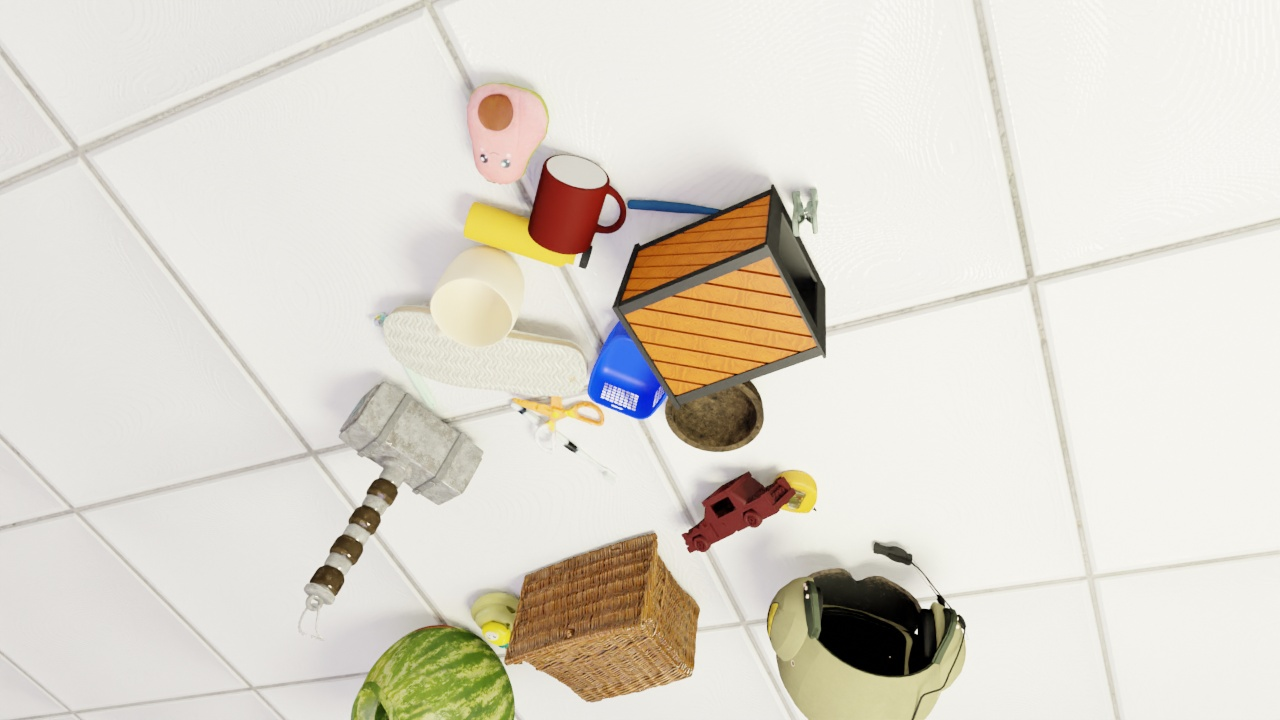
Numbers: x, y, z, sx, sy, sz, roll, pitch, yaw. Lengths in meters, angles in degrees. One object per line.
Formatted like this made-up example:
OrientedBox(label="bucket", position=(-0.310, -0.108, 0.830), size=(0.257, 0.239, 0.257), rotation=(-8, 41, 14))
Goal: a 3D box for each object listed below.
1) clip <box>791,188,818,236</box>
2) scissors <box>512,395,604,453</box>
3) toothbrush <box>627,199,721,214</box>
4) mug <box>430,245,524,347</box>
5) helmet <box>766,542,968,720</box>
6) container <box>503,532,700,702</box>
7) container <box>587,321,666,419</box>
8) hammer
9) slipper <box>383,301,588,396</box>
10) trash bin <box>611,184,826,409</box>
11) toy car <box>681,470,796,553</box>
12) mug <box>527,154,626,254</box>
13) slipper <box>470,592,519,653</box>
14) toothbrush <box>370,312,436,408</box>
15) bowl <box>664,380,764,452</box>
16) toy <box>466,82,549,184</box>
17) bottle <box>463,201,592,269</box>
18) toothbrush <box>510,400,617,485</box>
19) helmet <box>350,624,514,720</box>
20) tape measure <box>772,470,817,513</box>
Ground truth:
OrientedBox(label="clip", position=(0.172, -0.155, 0.961), size=(0.044, 0.076, 0.023), rotation=(-7, 125, 14))
OrientedBox(label="scissors", position=(-0.112, 0.074, 1.218), size=(0.125, 0.011, 0.131), rotation=(18, 116, -7))
OrientedBox(label="toothbrush", position=(0.068, -0.167, 1.011), size=(0.168, 0.014, 0.014), rotation=(6, 130, 7))
OrientedBox(label="mug", position=(-0.193, -0.076, 1.074), size=(0.120, 0.099, 0.096), rotation=(-32, 117, 27))
OrientedBox(label="helmet", position=(0.286, 0.368, 1.206), size=(0.250, 0.255, 0.233), rotation=(10, 124, 5))
OrientedBox(label="container", position=(-0.040, 0.399, 1.370), size=(0.251, 0.161, 0.183), rotation=(-23, 123, 26))
OrientedBox(label="container", position=(-0.007, 0.007, 1.127), size=(0.096, 0.058, 0.114), rotation=(22, 127, -6))
OrientedBox(label="hammer", position=(-0.348, 0.197, 1.172), size=(0.177, 0.325, 0.080), rotation=(39, 141, -18))
OrientedBox(label="slipper", position=(-0.190, -0.019, 1.148), size=(0.263, 0.052, 0.115), rotation=(12, 126, 7))
OrientedBox(label="trash bin", position=(0.090, -0.067, 0.980), size=(0.172, 0.139, 0.140), rotation=(-21, 118, 24))
OrientedBox(label="toy car", position=(0.122, 0.200, 1.232), size=(0.170, 0.070, 0.062), rotation=(-36, 85, 41))
OrientedBox(label="mug", position=(-0.064, -0.169, 1.004), size=(0.105, 0.073, 0.083), rotation=(3, 131, -21))
OrientedBox(label="slipper", position=(-0.198, 0.453, 1.488), size=(0.190, 0.081, 0.092), rotation=(38, 127, -20))
OrientedBox(label="toothbrush", position=(-0.309, 0.004, 1.210), size=(0.022, 0.015, 0.155), rotation=(-31, 121, -10))
OrientedBox(label="bowl", position=(0.094, 0.051, 1.142), size=(0.121, 0.056, 0.121), rotation=(5, 127, 7))
OrientedBox(label="toy", position=(-0.142, -0.238, 0.973), size=(0.090, 0.051, 0.110), rotation=(14, 129, 2))
OrientedBox(label="bottle", position=(-0.127, -0.140, 1.050), size=(0.143, 0.043, 0.043), rotation=(17, 128, -3))
OrientedBox(label="toothbrush", position=(-0.103, 0.113, 1.251), size=(0.187, 0.017, 0.012), rotation=(39, 110, -18))
OrientedBox(label="helmet", position=(-0.326, 0.554, 1.488), size=(0.214, 0.246, 0.243), rotation=(-21, 80, 43))
OrientedBox(label="tape measure", position=(0.209, 0.178, 1.233), size=(0.068, 0.030, 0.059), rotation=(15, 130, -2))
